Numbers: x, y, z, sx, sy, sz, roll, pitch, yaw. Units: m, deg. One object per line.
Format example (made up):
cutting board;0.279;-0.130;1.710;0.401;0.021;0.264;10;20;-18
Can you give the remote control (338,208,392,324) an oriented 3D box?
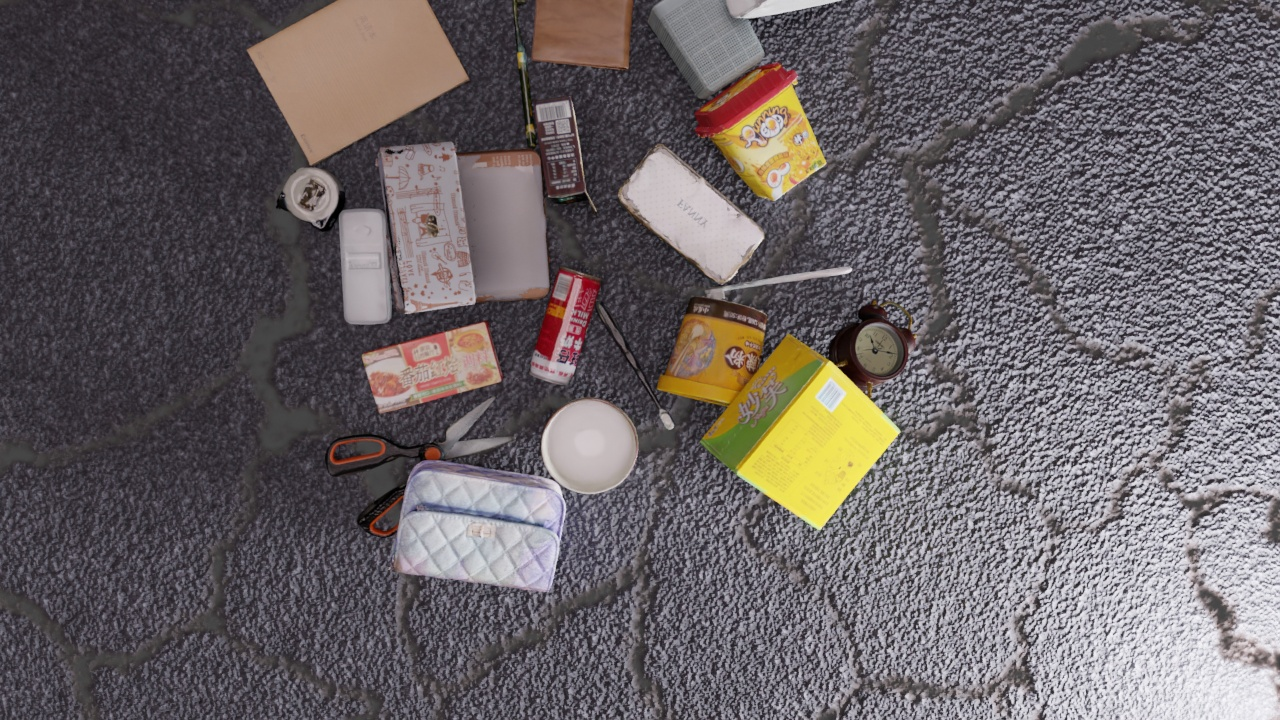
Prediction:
remote control;-0.324;-0.110;1.081;0.056;0.020;0.136;-2;96;-1

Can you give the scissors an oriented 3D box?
scissors;-0.268;0.128;1.112;0.221;0.021;0.211;8;99;-9

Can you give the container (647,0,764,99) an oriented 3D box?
container;0.076;-0.366;1.038;0.090;0.090;0.111;-32;99;1

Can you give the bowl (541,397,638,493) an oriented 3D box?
bowl;-0.060;0.097;1.093;0.113;0.062;0.113;0;96;-1

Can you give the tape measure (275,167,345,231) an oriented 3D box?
tape measure;-0.379;-0.191;1.064;0.066;0.033;0.066;28;95;-7

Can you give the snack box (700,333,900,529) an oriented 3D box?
snack box;0.186;0.087;1.045;0.158;0.070;0.210;-51;135;3

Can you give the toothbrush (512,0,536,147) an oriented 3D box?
toothbrush;-0.134;-0.342;1.069;0.017;0.012;0.186;-7;96;-9

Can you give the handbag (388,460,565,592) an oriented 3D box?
handbag;-0.190;0.197;1.084;0.194;0.075;0.134;9;98;-8

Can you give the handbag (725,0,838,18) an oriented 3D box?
handbag;0.165;-0.458;0.990;0.196;0.099;0.145;-24;99;-35

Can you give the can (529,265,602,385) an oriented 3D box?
can;-0.089;-0.041;1.082;0.053;0.053;0.133;17;95;-4

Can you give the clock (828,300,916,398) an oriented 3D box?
clock;0.279;-0.017;1.093;0.082;0.055;0.121;40;73;-3

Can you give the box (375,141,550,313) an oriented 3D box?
box;-0.185;-0.148;1.029;0.193;0.157;0.183;-8;99;-16

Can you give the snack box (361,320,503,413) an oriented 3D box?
snack box;-0.247;0.007;1.094;0.153;0.025;0.075;-15;97;-1

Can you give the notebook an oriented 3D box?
notebook;-0.326;-0.342;1.062;0.211;0.012;0.149;-28;95;1

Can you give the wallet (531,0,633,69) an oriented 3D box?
wallet;-0.067;-0.393;1.064;0.115;0.020;0.101;4;94;0

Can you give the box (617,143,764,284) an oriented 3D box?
box;0.063;-0.165;1.074;0.184;0.060;0.090;41;93;-8

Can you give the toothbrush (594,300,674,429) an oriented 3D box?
toothbrush;-0.007;0.007;1.110;0.015;0.018;0.181;-30;95;4

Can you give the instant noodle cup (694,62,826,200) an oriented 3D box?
instant noodle cup;0.140;-0.256;1.046;0.116;0.116;0.123;-36;108;1

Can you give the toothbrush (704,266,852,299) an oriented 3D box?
toothbrush;0.167;-0.093;1.107;0.180;0.016;0.016;-10;105;-1

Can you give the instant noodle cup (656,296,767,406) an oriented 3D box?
instant noodle cup;0.090;-0.008;1.066;0.118;0.118;0.114;14;86;-4

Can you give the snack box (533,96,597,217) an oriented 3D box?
snack box;-0.083;-0.223;1.033;0.053;0.113;0.125;-8;96;-1
